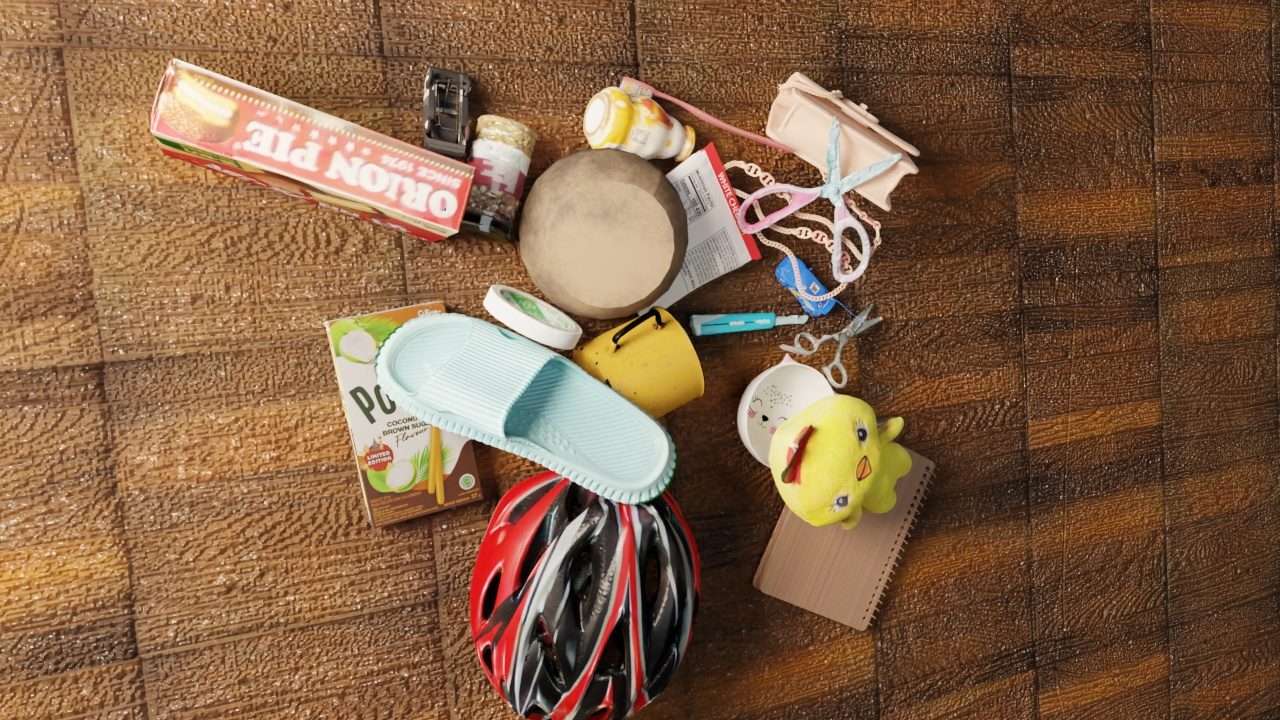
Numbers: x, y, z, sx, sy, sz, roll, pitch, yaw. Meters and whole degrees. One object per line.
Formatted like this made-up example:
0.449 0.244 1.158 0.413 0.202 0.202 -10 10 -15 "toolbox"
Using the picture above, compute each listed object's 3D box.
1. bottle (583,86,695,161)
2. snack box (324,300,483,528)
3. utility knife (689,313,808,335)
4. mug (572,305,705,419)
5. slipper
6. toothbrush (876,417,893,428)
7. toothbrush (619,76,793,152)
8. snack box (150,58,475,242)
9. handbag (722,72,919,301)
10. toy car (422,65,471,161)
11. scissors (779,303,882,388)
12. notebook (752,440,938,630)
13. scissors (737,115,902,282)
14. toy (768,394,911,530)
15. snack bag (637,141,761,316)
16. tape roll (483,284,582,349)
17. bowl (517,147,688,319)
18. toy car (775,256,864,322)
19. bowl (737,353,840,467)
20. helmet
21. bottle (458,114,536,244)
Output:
0.001 -0.224 0.894 0.108 0.063 0.063 8 89 -32 "bottle"
-0.212 0.047 0.830 0.101 0.032 0.186 -13 98 -23 "snack box"
0.118 -0.043 0.981 0.148 0.015 0.022 -7 98 -26 "utility knife"
-0.005 0.005 0.874 0.094 0.100 0.124 -27 144 -19 "mug"
-0.091 0.032 0.781 0.276 0.070 0.115 27 57 -1 "slipper"
0.218 0.088 1.032 0.167 0.013 0.013 -12 105 -23 "toothbrush"
0.064 -0.238 0.902 0.184 0.015 0.015 23 84 6 "toothbrush"
-0.264 -0.164 0.752 0.236 0.113 0.060 17 86 -24 "snack box"
0.170 -0.196 0.974 0.198 0.116 0.188 31 117 -7 "handbag"
-0.175 -0.220 0.824 0.040 0.037 0.092 7 65 -23 "toy car"
0.211 -0.032 0.997 0.120 0.014 0.159 34 52 -14 "scissors"
0.235 0.184 1.031 0.169 0.022 0.210 26 86 -24 "notebook"
0.189 -0.150 0.919 0.171 0.013 0.175 -27 112 14 "scissors"
0.206 0.105 0.933 0.207 0.092 0.134 21 90 -33 "toy"
0.038 -0.126 0.921 0.144 0.039 0.131 -30 111 -8 "snack bag"
-0.098 -0.040 0.842 0.093 0.094 0.018 24 102 -23 "tape roll"
-0.032 -0.113 0.852 0.162 0.070 0.162 -3 108 -8 "bowl"
0.195 -0.074 0.986 0.092 0.062 0.033 45 75 -19 "toy car"
0.149 0.059 0.979 0.114 0.051 0.114 -1 93 -24 "bowl"
-0.046 0.229 0.857 0.217 0.167 0.272 4 103 -21 "helmet"
-0.134 -0.165 0.840 0.056 0.056 0.105 16 86 -24 "bottle"
